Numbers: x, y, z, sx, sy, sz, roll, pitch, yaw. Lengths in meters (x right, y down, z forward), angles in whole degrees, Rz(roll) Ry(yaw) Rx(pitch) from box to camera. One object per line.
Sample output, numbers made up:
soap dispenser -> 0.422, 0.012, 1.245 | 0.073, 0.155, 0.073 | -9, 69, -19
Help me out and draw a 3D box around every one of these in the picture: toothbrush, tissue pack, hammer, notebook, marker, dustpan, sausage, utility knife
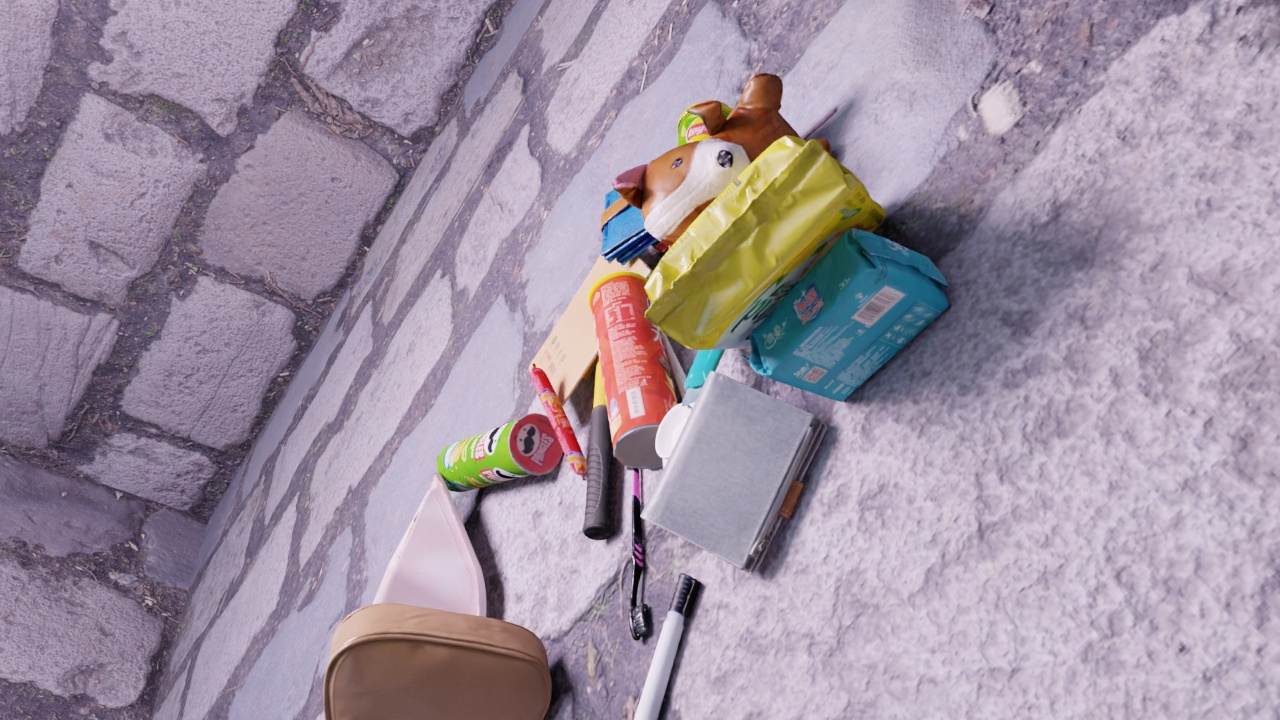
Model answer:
toothbrush -> 0.038, 0.003, 0.926 | 0.180, 0.016, 0.016 | -108, 34, -52
tissue pack -> 0.147, -0.028, 0.664 | 0.134, 0.093, 0.050 | -48, 43, 29
hammer -> -0.038, 0.056, 0.991 | 0.129, 0.033, 0.300 | -42, 33, 37
toothbrush -> -0.001, 0.168, 0.843 | 0.018, 0.014, 0.188 | -33, 37, 29
notebook -> -0.065, -0.044, 1.085 | 0.208, 0.008, 0.147 | -56, 28, 12
marker -> 0.021, 0.235, 0.735 | 0.023, 0.018, 0.130 | -4, 61, 50
dustpan -> -0.251, 0.301, 1.120 | 0.273, 0.139, 0.223 | -86, 20, -72
sausage -> -0.091, 0.067, 1.024 | 0.020, 0.020, 0.155 | -45, 60, 32
utility knife -> 0.063, -0.007, 0.826 | 0.029, 0.013, 0.175 | -12, 26, 25

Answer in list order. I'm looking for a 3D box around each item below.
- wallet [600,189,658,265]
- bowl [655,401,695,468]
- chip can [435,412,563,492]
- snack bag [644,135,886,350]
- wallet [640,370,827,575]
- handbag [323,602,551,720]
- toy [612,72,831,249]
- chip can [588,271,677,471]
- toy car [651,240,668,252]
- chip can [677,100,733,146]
wallet -> 0.001, -0.177, 1.061 | 0.107, 0.040, 0.132 | -30, 35, 25
bowl -> 0.053, 0.071, 0.776 | 0.119, 0.064, 0.118 | -42, 34, 36
chip can -> -0.181, 0.120, 1.148 | 0.237, 0.072, 0.072 | -21, 48, 54
snack bag -> 0.099, -0.082, 0.684 | 0.158, 0.068, 0.246 | -45, -13, 15
wallet -> 0.074, 0.087, 0.712 | 0.106, 0.037, 0.129 | 25, 86, 22
handbag -> -0.190, 0.304, 0.853 | 0.100, 0.204, 0.148 | -132, 58, -74
toy -> 0.079, -0.169, 0.844 | 0.199, 0.140, 0.131 | -35, -6, -16
chip can -> -0.005, 0.005, 0.912 | 0.073, 0.073, 0.216 | -46, 37, 30
toy car -> 0.020, -0.161, 1.083 | 0.049, 0.031, 0.106 | -48, 32, 4
chip can -> 0.070, -0.179, 0.967 | 0.073, 0.072, 0.220 | -38, 36, 41
